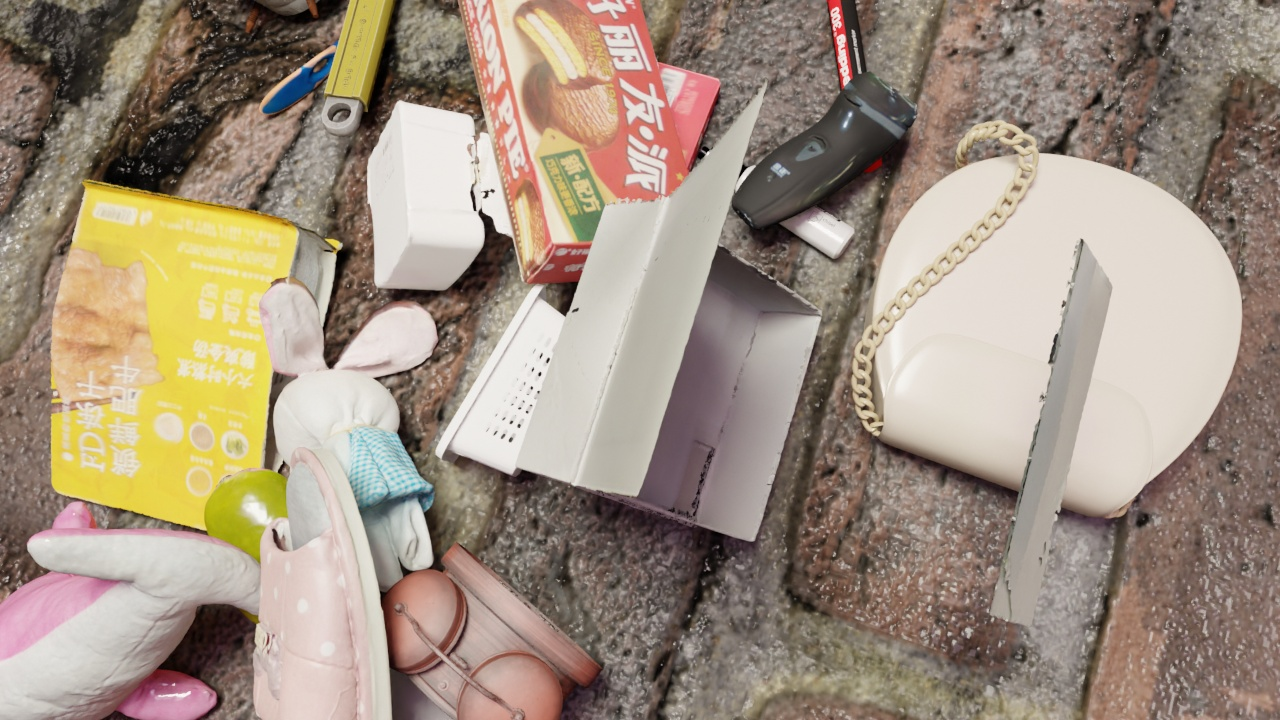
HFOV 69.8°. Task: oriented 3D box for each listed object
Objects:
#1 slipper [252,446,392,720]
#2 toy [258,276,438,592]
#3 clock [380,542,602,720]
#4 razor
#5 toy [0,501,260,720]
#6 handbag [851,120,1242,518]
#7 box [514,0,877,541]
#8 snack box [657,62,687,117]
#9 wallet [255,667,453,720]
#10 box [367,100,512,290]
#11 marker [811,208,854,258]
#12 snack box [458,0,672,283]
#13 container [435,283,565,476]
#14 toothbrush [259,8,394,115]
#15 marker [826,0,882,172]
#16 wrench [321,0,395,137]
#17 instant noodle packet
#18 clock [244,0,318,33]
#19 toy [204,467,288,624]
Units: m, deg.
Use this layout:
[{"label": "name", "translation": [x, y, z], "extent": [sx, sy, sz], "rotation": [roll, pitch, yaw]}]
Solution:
[{"label": "slipper", "translation": [-0.176, 0.184, 0.496], "extent": [0.054, 0.114, 0.274], "rotation": [-6, 91, -34]}, {"label": "toy", "translation": [-0.185, 0.059, 0.603], "extent": [0.106, 0.130, 0.205], "rotation": [-43, 59, 33]}, {"label": "clock", "translation": [-0.091, 0.169, 0.535], "extent": [0.120, 0.158, 0.072], "rotation": [38, 76, 13]}, {"label": "razor", "translation": [0.122, -0.142, 0.620], "extent": [0.140, 0.064, 0.053], "rotation": [-38, 60, -8]}, {"label": "toy", "translation": [-0.344, 0.153, 0.571], "extent": [0.266, 0.186, 0.127], "rotation": [-33, 50, 25]}, {"label": "handbag", "translation": [0.253, -0.023, 0.579], "extent": [0.211, 0.103, 0.208], "rotation": [20, 82, 11]}, {"label": "box", "translation": [0.016, -0.009, 0.457], "extent": [0.150, 0.369, 0.166], "rotation": [16, 81, 9]}, {"label": "snack box", "translation": [-0.004, -0.158, 0.678], "extent": [0.089, 0.021, 0.132], "rotation": [19, 78, 10]}, {"label": "wallet", "translation": [-0.172, 0.214, 0.573], "extent": [0.116, 0.032, 0.086], "rotation": [32, 62, -2]}, {"label": "box", "translation": [-0.110, -0.115, 0.646], "extent": [0.136, 0.124, 0.108], "rotation": [-1, 72, -32]}, {"label": "marker", "translation": [0.094, -0.116, 0.657], "extent": [0.126, 0.025, 0.025], "rotation": [36, 81, 13]}, {"label": "snack box", "translation": [-0.043, -0.170, 0.617], "extent": [0.113, 0.060, 0.236], "rotation": [-6, 73, -29]}, {"label": "container", "translation": [-0.079, 0.021, 0.614], "extent": [0.049, 0.081, 0.129], "rotation": [30, 80, 0]}, {"label": "toothbrush", "translation": [-0.246, -0.238, 0.722], "extent": [0.135, 0.021, 0.017], "rotation": [-46, 61, -9]}, {"label": "marker", "translation": [0.155, -0.209, 0.676], "extent": [0.023, 0.021, 0.145], "rotation": [-8, 75, 11]}, {"label": "wrench", "translation": [-0.211, -0.293, 0.719], "extent": [0.083, 0.018, 0.272], "rotation": [6, 70, 5]}, {"label": "instant noodle packet", "translation": [-0.322, 0.001, 0.647], "extent": [0.163, 0.084, 0.221], "rotation": [11, 88, 7]}, {"label": "clock", "translation": [-0.275, -0.336, 0.718], "extent": [0.104, 0.056, 0.147], "rotation": [1, 74, 29]}, {"label": "toy", "translation": [-0.238, 0.120, 0.605], "extent": [0.090, 0.051, 0.110], "rotation": [-30, 100, 2]}]
